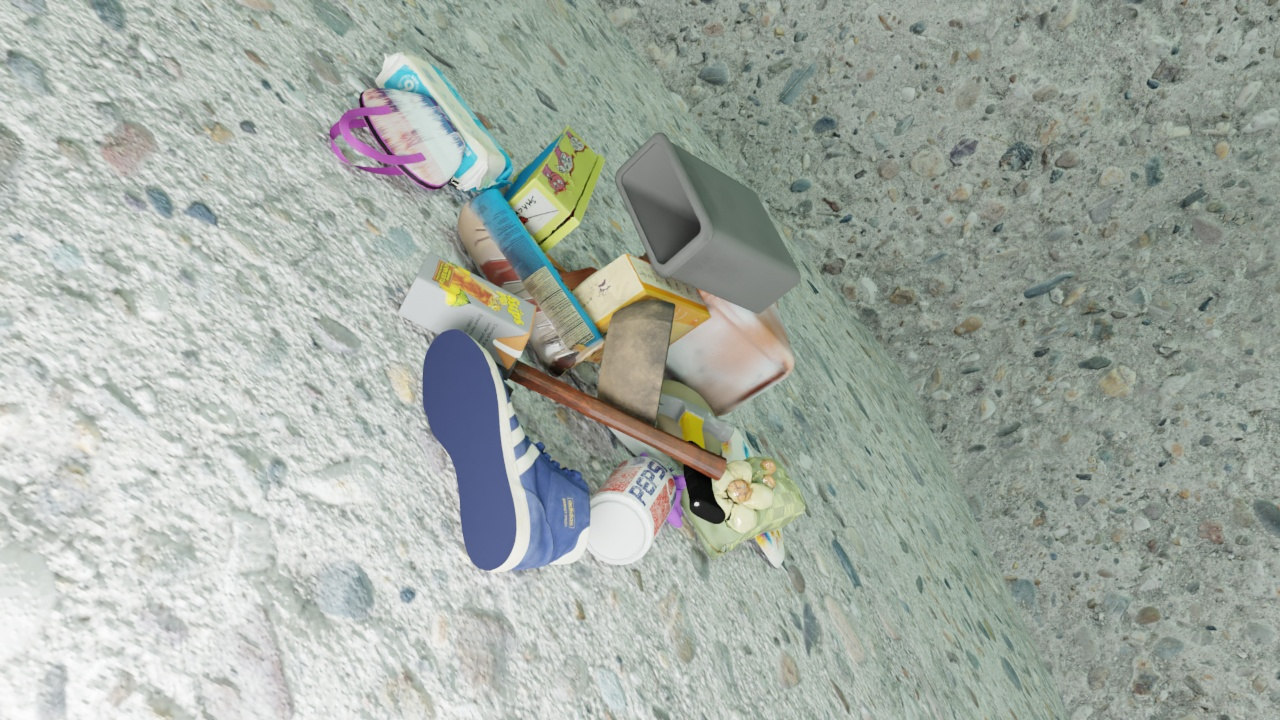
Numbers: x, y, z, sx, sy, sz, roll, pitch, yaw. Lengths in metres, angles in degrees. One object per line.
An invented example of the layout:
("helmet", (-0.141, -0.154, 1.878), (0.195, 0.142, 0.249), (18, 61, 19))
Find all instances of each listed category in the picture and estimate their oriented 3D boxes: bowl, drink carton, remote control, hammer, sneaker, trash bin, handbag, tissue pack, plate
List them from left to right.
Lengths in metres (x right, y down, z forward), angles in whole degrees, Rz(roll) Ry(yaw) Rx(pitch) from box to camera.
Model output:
("handbag", (-0.283, -0.248, 1.041), (0.144, 0.068, 0.169), (54, 26, 1))
("tissue pack", (-0.251, -0.305, 1.174), (0.209, 0.066, 0.117), (53, 13, -3))
("drink carton", (-0.172, -0.050, 0.924), (0.125, 0.049, 0.076), (27, 28, -15))
("sneaker", (-0.112, 0.083, 0.838), (0.118, 0.092, 0.232), (20, 40, -50))
("hammer", (-0.043, 0.054, 0.974), (0.300, 0.028, 0.110), (26, 29, -9))
("bowl", (-0.006, 0.006, 1.075), (0.070, 0.162, 0.162), (9, 26, 2))
("remote control", (-0.006, 0.090, 1.163), (0.114, 0.028, 0.060), (43, 23, -29))
("bowl", (0.069, 0.087, 1.304), (0.152, 0.051, 0.152), (45, 22, -24))
("hammer", (0.065, 0.111, 1.093), (0.127, 0.029, 0.323), (28, 14, -7))
("trash bin", (0.099, -0.053, 1.414), (0.259, 0.182, 0.157), (41, 26, -36))
("trash bin", (0.094, -0.179, 1.243), (0.219, 0.098, 0.191), (17, 42, -48))
("handbag", (0.137, 0.172, 1.186), (0.186, 0.117, 0.113), (-15, 64, -36))
("plate", (0.170, 0.196, 1.360), (0.187, 0.016, 0.186), (58, 18, -25))

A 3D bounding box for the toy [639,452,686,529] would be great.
("toy", (0.025, 0.152, 1.094), (0.106, 0.056, 0.088), (62, 19, 19))

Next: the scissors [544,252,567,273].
("scissors", (-0.139, -0.152, 1.273), (0.125, 0.011, 0.129), (40, 27, -32))

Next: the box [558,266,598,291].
("box", (-0.092, -0.101, 1.245), (0.186, 0.058, 0.060), (-32, 119, -69))

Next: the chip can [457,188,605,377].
("chip can", (-0.135, -0.090, 1.089), (0.229, 0.080, 0.079), (55, 20, 1))

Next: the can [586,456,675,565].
("can", (-0.010, 0.155, 0.976), (0.078, 0.078, 0.136), (54, 20, -2))

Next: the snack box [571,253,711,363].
("snack box", (-0.019, -0.064, 1.209), (0.195, 0.145, 0.080), (12, 47, -61))

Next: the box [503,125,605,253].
("box", (-0.126, -0.218, 1.219), (0.082, 0.125, 0.220), (45, 25, -17))

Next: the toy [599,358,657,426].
("toy", (-0.018, 0.047, 1.203), (0.111, 0.030, 0.049), (46, 17, -21))
